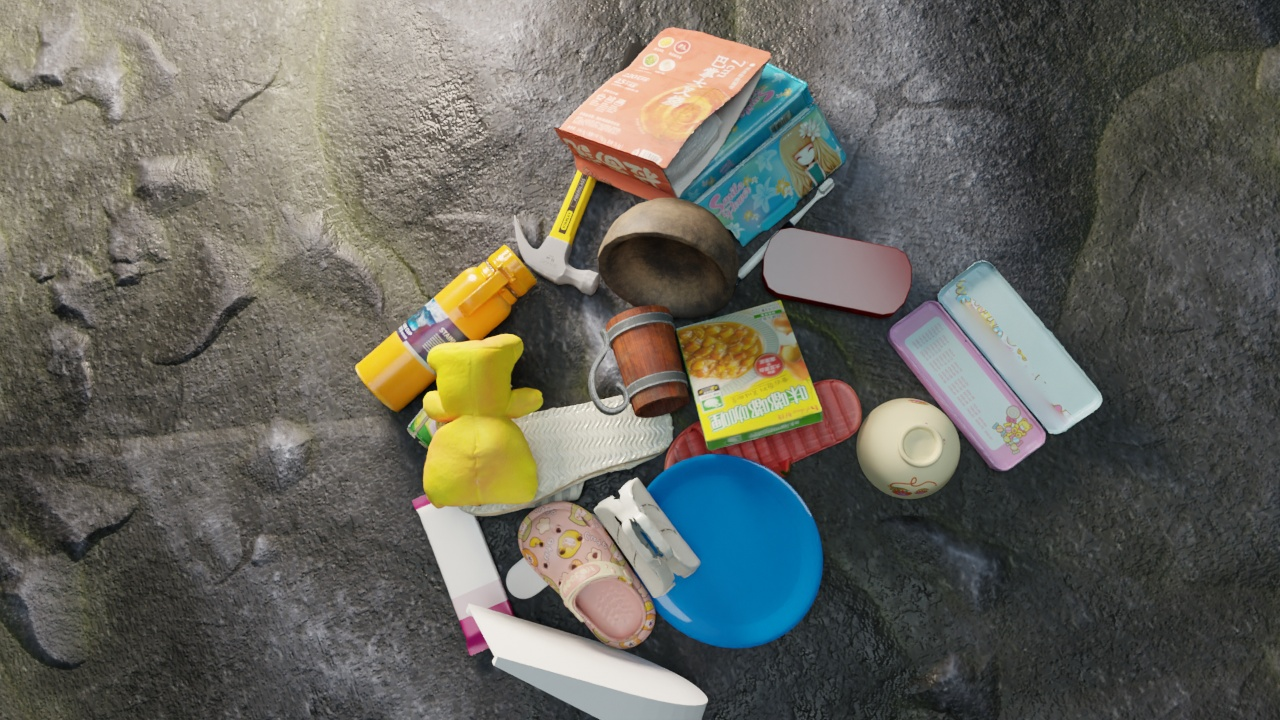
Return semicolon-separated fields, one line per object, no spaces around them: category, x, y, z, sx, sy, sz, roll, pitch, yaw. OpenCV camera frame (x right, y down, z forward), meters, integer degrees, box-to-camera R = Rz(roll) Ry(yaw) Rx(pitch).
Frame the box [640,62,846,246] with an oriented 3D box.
box;0.118;-0.240;1.104;0.227;0.086;0.168;-40;81;-1

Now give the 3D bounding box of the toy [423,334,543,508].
toy;-0.175;0.066;1.018;0.134;0.087;0.193;-1;86;-7

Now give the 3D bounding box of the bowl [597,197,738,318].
bowl;0.036;-0.123;1.059;0.162;0.162;0.070;12;60;6

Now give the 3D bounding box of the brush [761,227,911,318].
brush;0.231;-0.102;1.091;0.173;0.042;0.082;12;83;7

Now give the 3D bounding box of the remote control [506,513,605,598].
remote control;-0.100;0.231;1.088;0.136;0.013;0.043;-38;81;-1

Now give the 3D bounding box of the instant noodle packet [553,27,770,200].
instant noodle packet;0.030;-0.307;1.083;0.164;0.084;0.220;27;74;32

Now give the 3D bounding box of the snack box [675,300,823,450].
snack box;0.121;0.014;1.055;0.132;0.027;0.167;-15;52;2

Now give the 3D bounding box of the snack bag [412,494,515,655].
snack bag;-0.207;0.245;1.093;0.070;0.016;0.196;-24;81;-1

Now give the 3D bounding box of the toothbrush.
toothbrush;0.169;-0.154;1.116;0.186;0.017;0.012;-46;70;-2

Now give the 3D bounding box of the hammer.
hammer;-0.059;-0.249;1.146;0.127;0.029;0.323;20;83;8

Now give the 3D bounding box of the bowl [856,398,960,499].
bowl;0.310;0.098;1.040;0.118;0.074;0.118;-1;82;5

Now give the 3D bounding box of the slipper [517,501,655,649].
slipper;-0.057;0.246;1.037;0.093;0.081;0.197;-42;92;-1

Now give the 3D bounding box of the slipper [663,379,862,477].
slipper;0.141;0.089;1.064;0.249;0.059;0.103;-24;81;0

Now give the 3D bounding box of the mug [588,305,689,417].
mug;-0.006;0.006;1.063;0.117;0.082;0.111;-11;69;-13

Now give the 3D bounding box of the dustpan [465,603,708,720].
dustpan;-0.056;0.342;0.969;0.257;0.192;0.053;22;83;-17

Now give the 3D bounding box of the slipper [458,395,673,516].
slipper;-0.093;0.109;1.085;0.272;0.054;0.114;-19;79;-6

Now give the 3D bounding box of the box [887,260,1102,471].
box;0.407;0.007;1.062;0.151;0.040;0.214;-39;80;12

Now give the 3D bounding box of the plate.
plate;0.096;0.215;1.044;0.225;0.024;0.224;3;98;20

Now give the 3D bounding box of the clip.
clip;0.014;0.189;1.010;0.105;0.152;0.126;-35;82;-26

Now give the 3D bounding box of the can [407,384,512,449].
can;-0.214;0.054;1.095;0.067;0.067;0.121;38;87;9

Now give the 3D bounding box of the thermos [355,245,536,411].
thermos;-0.227;-0.038;1.099;0.232;0.076;0.091;-41;36;-2
